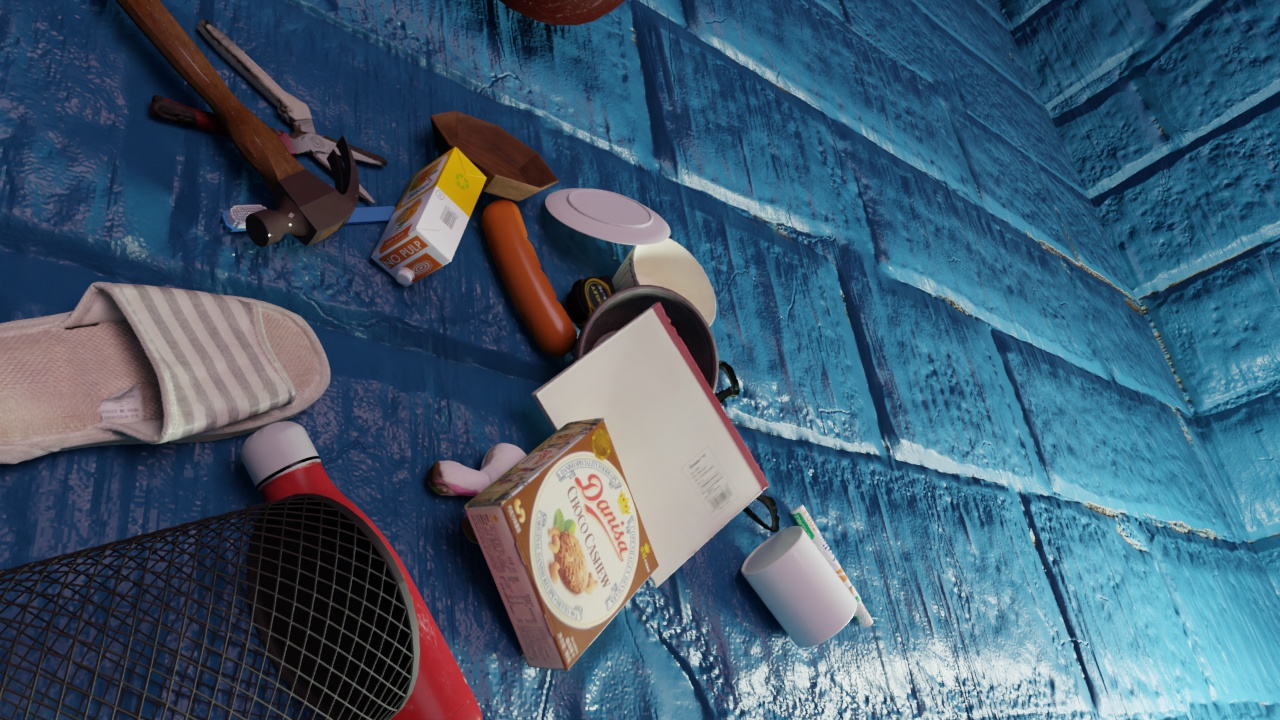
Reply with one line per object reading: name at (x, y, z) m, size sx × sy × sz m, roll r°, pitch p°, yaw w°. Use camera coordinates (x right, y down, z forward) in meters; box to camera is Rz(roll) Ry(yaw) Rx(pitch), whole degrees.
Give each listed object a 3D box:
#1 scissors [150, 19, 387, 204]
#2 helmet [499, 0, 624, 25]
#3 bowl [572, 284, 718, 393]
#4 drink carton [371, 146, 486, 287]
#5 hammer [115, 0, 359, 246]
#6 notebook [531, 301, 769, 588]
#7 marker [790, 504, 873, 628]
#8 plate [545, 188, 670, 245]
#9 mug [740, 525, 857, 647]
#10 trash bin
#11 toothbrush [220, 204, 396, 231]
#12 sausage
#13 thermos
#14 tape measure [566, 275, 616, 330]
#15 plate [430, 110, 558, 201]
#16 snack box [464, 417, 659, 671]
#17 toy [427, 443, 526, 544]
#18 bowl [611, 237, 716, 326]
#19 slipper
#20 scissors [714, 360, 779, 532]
scissors at (-0.310, -0.206, 0.763) m, size 0.198 × 0.015 × 0.179 m, roll -14°, pitch 74°, yaw -50°
helmet at (-0.076, -0.506, 1.024) m, size 0.234 × 0.254 × 0.232 m, roll 32°, pitch 22°, yaw 9°
bowl at (-0.005, 0.005, 0.865) m, size 0.144 × 0.067 × 0.145 m, roll 2°, pitch 86°, yaw -27°
drink carton at (-0.183, -0.123, 0.795) m, size 0.040 × 0.059 × 0.122 m, roll 44°, pitch 39°, yaw -31°
hammer at (-0.342, -0.226, 0.706) m, size 0.323 × 0.033 × 0.115 m, roll 51°, pitch 41°, yaw -5°
notebook at (0.015, 0.074, 0.826) m, size 0.152 × 0.012 × 0.209 m, roll -37°, pitch 104°, yaw -25°
marker at (0.207, 0.223, 0.993) m, size 0.017 × 0.017 × 0.145 m, roll -26°, pitch 83°, yaw -51°
plate at (-0.033, -0.156, 0.959) m, size 0.134 × 0.011 × 0.134 m, roll 13°, pitch 29°, yaw -7°
mug at (0.157, 0.217, 0.912) m, size 0.090 × 0.074 × 0.110 m, roll 53°, pitch 13°, yaw -3°
trash bin at (-0.237, 0.165, 0.457) m, size 0.209 × 0.185 × 0.184 m, roll -19°, pitch 78°, yaw -56°
toothbrush at (-0.261, -0.119, 0.753) m, size 0.166 × 0.014 × 0.016 m, roll -15°, pitch 75°, yaw -50°
sausage at (-0.107, -0.078, 0.862) m, size 0.044 × 0.039 × 0.164 m, roll -14°, pitch 74°, yaw -50°
thermos at (-0.188, 0.148, 0.593) m, size 0.073 × 0.073 × 0.240 m, roll -22°, pitch 80°, yaw -51°
tape measure at (-0.045, -0.052, 0.912) m, size 0.061 × 0.034 × 0.061 m, roll -6°, pitch 68°, yaw -51°
plate at (-0.145, -0.194, 0.888) m, size 0.131 × 0.025 × 0.131 m, roll 27°, pitch 26°, yaw -15°
snack box at (-0.056, 0.140, 0.723) m, size 0.146 × 0.041 × 0.143 m, roll -38°, pitch 113°, yaw -52°
toy at (-0.108, 0.106, 0.735) m, size 0.122 × 0.038 × 0.079 m, roll -4°, pitch 61°, yaw -46°
bowl at (0.017, -0.067, 0.964) m, size 0.115 × 0.063 × 0.115 m, roll 26°, pitch 47°, yaw -32°
slipper at (-0.322, 0.007, 0.575) m, size 0.272 × 0.054 × 0.114 m, roll -9°, pitch 66°, yaw -48°
scissors at (0.088, 0.073, 0.959) m, size 0.201 × 0.015 × 0.204 m, roll 47°, pitch 33°, yaw -6°
